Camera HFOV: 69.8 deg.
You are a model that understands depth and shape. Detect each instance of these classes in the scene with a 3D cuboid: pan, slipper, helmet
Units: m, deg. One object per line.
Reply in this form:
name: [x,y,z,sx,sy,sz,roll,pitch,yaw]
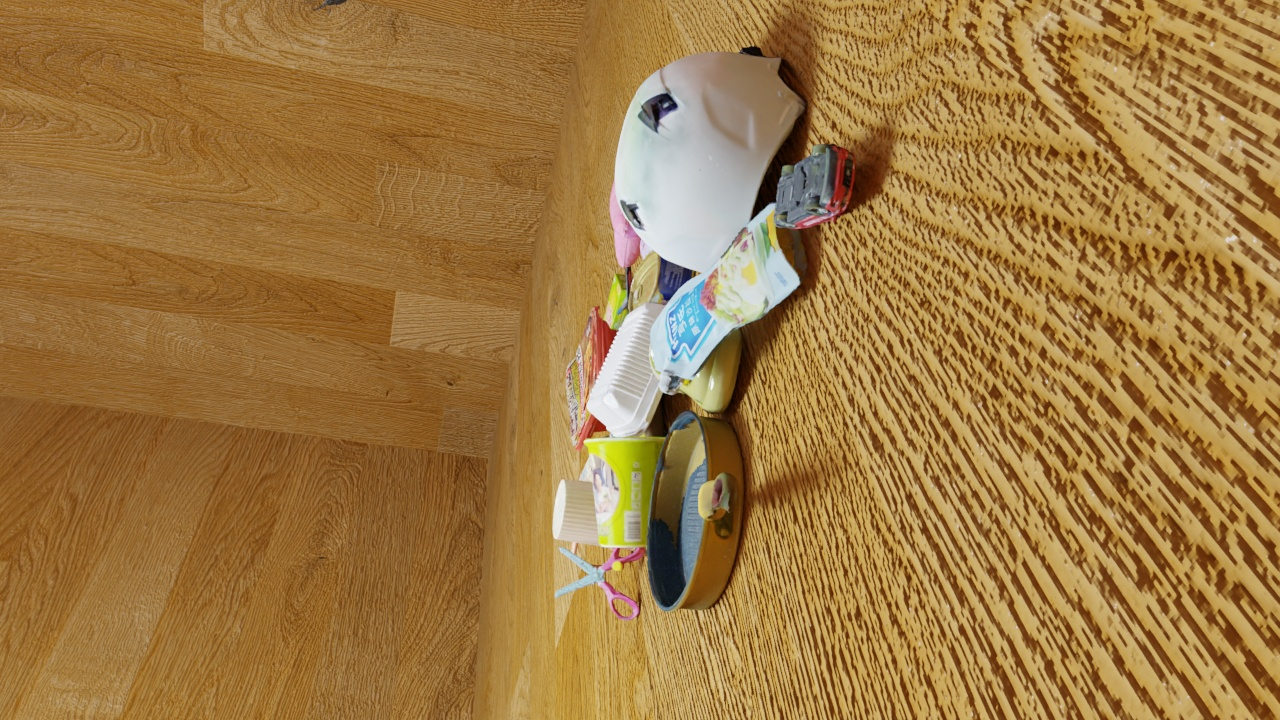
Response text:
pan: [0.053,0.132,0.832,0.358,0.078,0.197,143,134,-72]
slipper: [0.047,0.001,0.947,0.190,0.081,0.091,-147,64,-79]
helmet: [0.048,-0.207,0.930,0.258,0.146,0.229,-101,24,-58]

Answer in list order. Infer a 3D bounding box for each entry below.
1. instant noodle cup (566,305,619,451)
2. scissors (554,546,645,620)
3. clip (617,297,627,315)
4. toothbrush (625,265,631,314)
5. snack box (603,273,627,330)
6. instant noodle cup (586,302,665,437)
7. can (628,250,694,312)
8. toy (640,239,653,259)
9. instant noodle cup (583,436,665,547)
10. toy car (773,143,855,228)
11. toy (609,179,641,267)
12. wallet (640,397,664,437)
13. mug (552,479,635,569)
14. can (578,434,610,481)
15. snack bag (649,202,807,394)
instant noodle cup: [-0.059,0.028,1.383,0.189,0.079,0.164,112,159,-50]
scissors: [-0.047,0.275,1.147,0.131,0.133,0.017,65,-169,13]
clip: [-0.017,-0.093,1.428,0.027,0.045,0.058,-101,33,-69]
toothbrush: [-0.020,-0.118,1.411,0.014,0.018,0.189,2,-94,-59]
snack box: [-0.043,-0.056,1.503,0.085,0.026,0.157,-110,31,-63]
instant noodle cup: [-0.007,0.006,1.110,0.173,0.060,0.138,-65,12,-15]
can: [0.025,-0.094,1.176,0.148,0.049,0.074,141,137,-72]
toy: [0.020,-0.162,1.256,0.108,0.039,0.084,-91,9,-67]
instant noodle cup: [-0.009,0.152,1.050,0.112,0.111,0.123,150,120,-74]
toy car: [0.138,-0.132,0.712,0.120,0.045,0.053,-176,93,-83]
toy: [-0.008,-0.220,1.326,0.178,0.074,0.195,-71,-9,-49]
wallet: [0.007,0.090,1.175,0.090,0.033,0.115,116,155,-50]
mug: [-0.058,0.215,1.198,0.082,0.106,0.114,-176,95,-78]
can: [-0.050,0.156,1.312,0.117,0.058,0.058,117,158,-53]
snack bag: [0.070,-0.052,0.830,0.192,0.038,0.110,-42,45,37]
